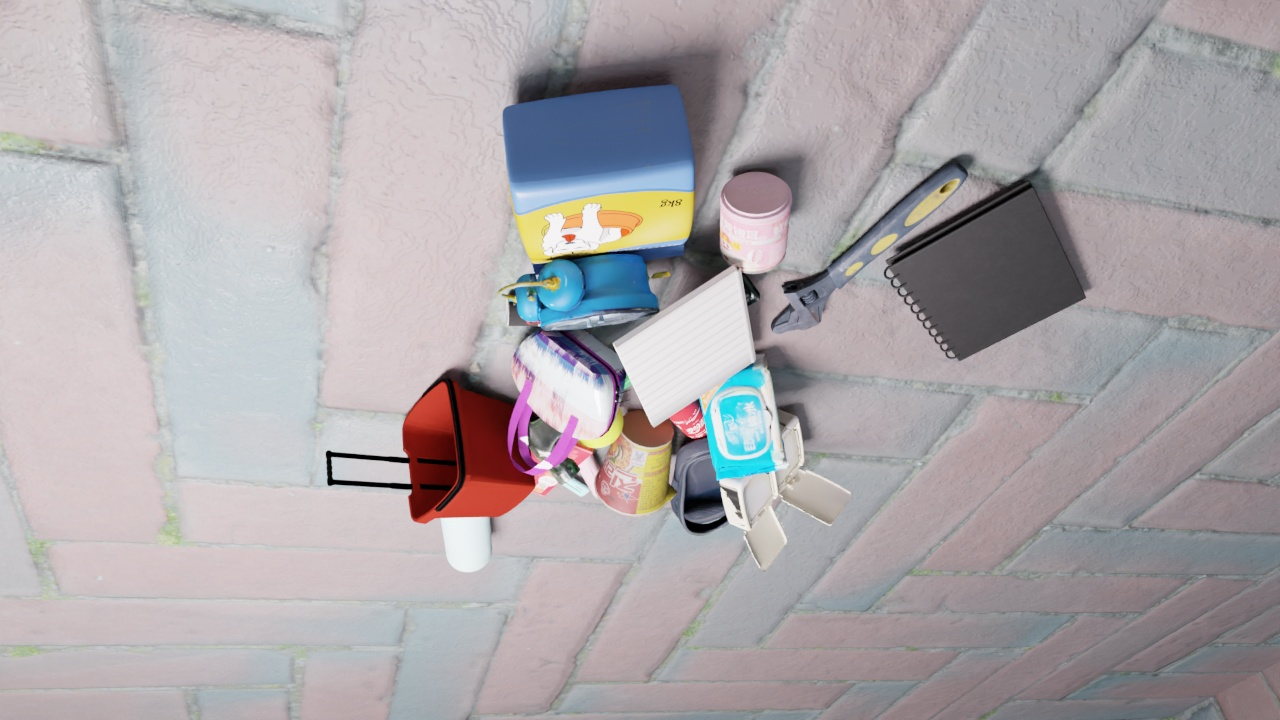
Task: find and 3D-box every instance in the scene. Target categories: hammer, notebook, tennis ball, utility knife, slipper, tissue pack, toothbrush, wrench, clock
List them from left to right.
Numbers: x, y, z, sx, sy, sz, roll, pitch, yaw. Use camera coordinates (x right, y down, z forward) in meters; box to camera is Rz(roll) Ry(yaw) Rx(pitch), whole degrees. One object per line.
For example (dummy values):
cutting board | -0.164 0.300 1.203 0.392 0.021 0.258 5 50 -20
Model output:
utility knife | -0.122 0.143 1.216 0.022 0.015 0.158 -25 136 28
toothbrush | -0.080 0.114 1.178 0.027 0.027 0.223 5 144 21
clock | -0.057 -0.064 0.882 0.161 0.060 0.117 -4 176 -33
tennis ball | -0.053 0.072 1.101 0.065 0.065 0.065 -6 141 -5
hammer | -0.006 0.006 1.023 0.319 0.032 0.130 -35 95 17
notebook | 0.054 -0.009 0.966 0.142 0.009 0.210 -33 153 -5
slipper | 0.100 0.186 1.239 0.110 0.083 0.268 -10 151 -3
tissue pack | 0.121 0.070 1.090 0.093 0.144 0.061 -13 -175 3
wrench | 0.233 -0.110 0.973 0.073 0.022 0.274 21 132 -33
notebook | 0.388 -0.088 1.029 0.169 0.019 0.231 -30 139 22

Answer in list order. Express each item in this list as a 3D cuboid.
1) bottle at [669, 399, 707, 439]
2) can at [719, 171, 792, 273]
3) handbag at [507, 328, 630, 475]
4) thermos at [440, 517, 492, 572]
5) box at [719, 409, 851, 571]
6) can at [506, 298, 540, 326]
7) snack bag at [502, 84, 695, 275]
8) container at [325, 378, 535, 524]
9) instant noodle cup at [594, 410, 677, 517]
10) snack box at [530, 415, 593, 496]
bottle | 0.059 0.066 1.135 0.042 0.041 0.141 -26 138 18
can | 0.110 -0.133 0.885 0.067 0.067 0.076 -8 141 -2
handbag | -0.094 0.053 1.002 0.067 0.144 0.170 -20 143 -58
thermos | -0.234 0.207 1.227 0.078 0.065 0.207 28 143 17
box | 0.189 0.172 1.175 0.101 0.144 0.187 6 134 47
can | -0.100 -0.052 0.967 0.080 0.031 0.032 0 140 -11
snack bag | -0.034 -0.141 0.833 0.159 0.102 0.205 -8 155 -2
container | -0.233 0.105 1.040 0.200 0.148 0.127 14 139 -39
instant noodle cup | -0.003 0.124 1.160 0.100 0.100 0.113 0 132 -12
snack box | -0.128 0.122 1.155 0.089 0.021 0.133 25 138 -20
